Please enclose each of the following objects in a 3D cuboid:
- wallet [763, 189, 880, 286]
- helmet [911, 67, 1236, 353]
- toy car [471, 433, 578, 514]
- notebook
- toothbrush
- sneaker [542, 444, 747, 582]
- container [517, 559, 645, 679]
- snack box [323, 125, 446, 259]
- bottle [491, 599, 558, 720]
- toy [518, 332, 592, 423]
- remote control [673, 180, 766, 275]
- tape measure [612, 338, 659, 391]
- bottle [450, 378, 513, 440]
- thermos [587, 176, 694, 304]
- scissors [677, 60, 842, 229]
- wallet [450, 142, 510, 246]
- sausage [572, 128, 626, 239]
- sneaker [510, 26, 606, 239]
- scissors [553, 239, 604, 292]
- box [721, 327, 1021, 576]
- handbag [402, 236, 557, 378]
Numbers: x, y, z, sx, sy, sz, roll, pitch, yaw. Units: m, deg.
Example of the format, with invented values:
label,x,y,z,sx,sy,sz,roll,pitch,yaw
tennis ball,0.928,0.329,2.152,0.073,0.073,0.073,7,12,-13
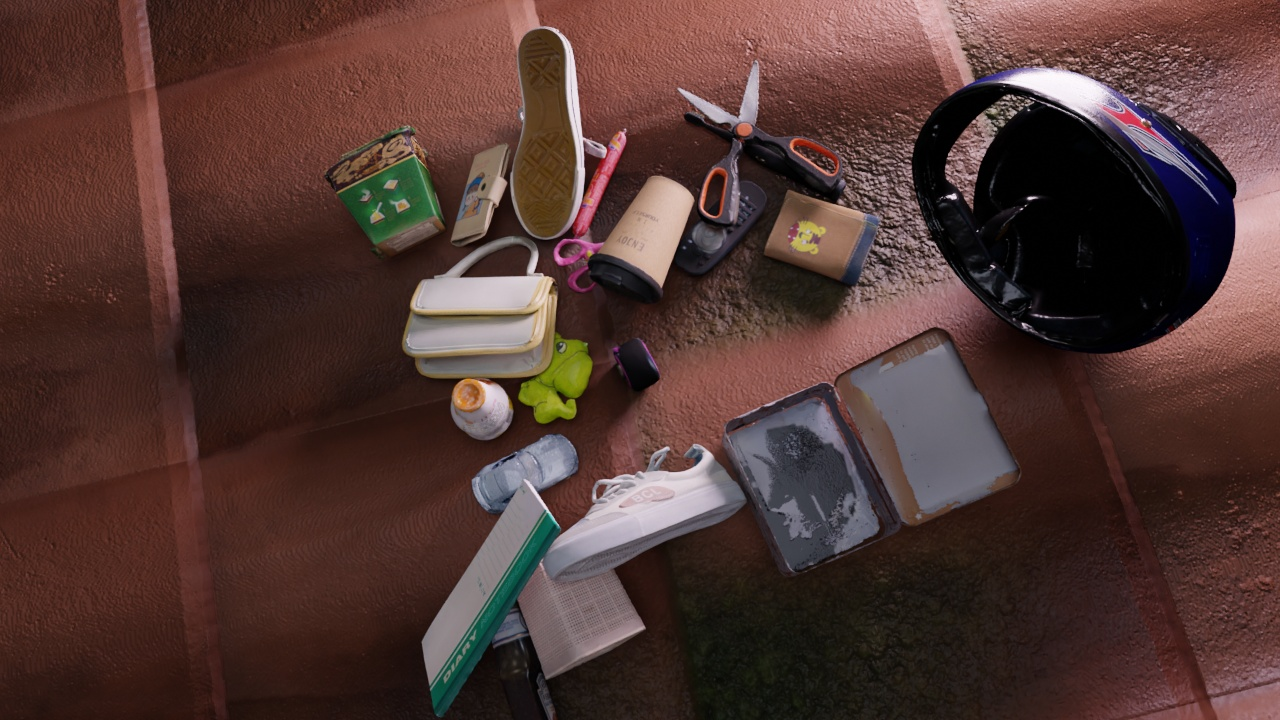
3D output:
label,x,y,z,sx,sy,sz,roll,pitch,yaw
wallet,0.211,-0.144,1.065,0.115,0.033,0.090,20,79,12
helmet,0.443,-0.161,0.944,0.315,0.248,0.239,51,41,7
toy car,-0.127,0.124,1.014,0.120,0.037,0.054,-27,75,-7
notebook,-0.154,0.231,0.920,0.012,0.150,0.209,33,89,-21
toothbrush,0.146,-0.249,1.099,0.213,0.026,0.027,30,44,11
sneaker,-0.003,0.146,0.934,0.241,0.090,0.090,-15,63,-37
container,-0.068,0.250,0.939,0.090,0.090,0.111,-14,68,-37
snack box,-0.286,-0.189,1.072,0.117,0.118,0.105,-27,88,-3
bottle,-0.121,0.323,0.939,0.044,0.080,0.194,-21,73,-1
toy,-0.092,0.020,1.039,0.100,0.031,0.096,-40,70,-4
remote control,0.094,-0.153,1.076,0.053,0.024,0.136,41,81,13
tape measure,-0.006,0.006,1.025,0.039,0.058,0.057,-28,78,-4
bottle,-0.176,0.049,0.997,0.063,0.108,0.063,0,76,2
thermos,0.004,-0.134,1.043,0.093,0.093,0.143,25,76,9
scissors,0.128,-0.248,1.078,0.235,0.022,0.220,26,76,13
wallet,-0.186,-0.195,1.080,0.024,0.087,0.115,23,73,-31
sausage,-0.050,-0.213,1.103,0.020,0.020,0.155,21,78,8
sneaker,-0.101,-0.265,1.087,0.118,0.087,0.241,1,97,16
scissors,-0.031,-0.125,1.083,0.137,0.017,0.073,-20,86,-8
box,0.236,0.098,0.959,0.259,0.110,0.179,-24,75,-2
handbag,-0.179,-0.071,1.048,0.163,0.063,0.178,-1,61,8
